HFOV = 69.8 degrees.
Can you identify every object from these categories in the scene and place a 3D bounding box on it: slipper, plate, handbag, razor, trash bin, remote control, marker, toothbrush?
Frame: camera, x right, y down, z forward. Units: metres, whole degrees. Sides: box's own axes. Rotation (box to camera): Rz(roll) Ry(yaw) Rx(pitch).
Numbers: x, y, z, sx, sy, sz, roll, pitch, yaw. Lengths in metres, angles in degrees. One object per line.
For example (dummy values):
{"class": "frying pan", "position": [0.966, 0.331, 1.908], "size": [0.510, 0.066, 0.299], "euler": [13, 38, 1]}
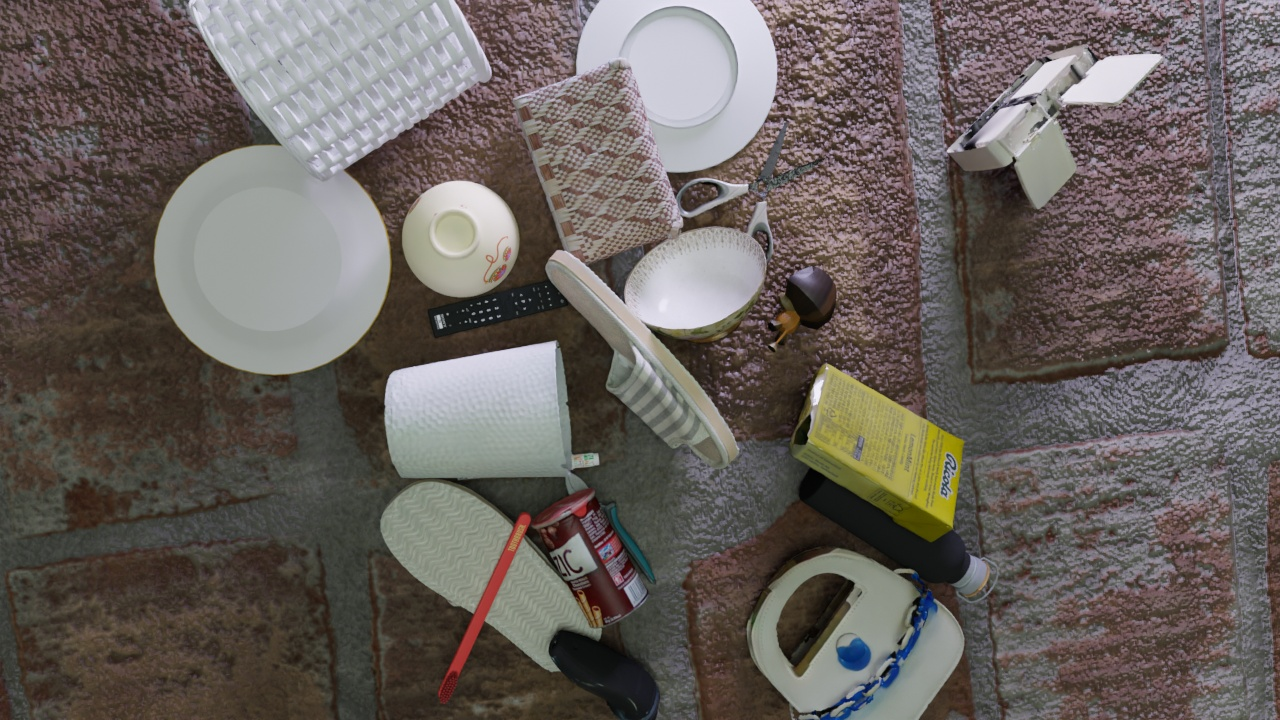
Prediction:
{"class": "slipper", "position": [-0.150, 0.218, 0.935], "size": [0.115, 0.052, 0.263], "euler": [-45, 107, 2]}
{"class": "plate", "position": [0.039, -0.299, 0.940], "size": [0.208, 0.015, 0.208], "euler": [0, 93, -5]}
{"class": "handbag", "position": [0.216, 0.293, 0.958], "size": [0.199, 0.093, 0.200], "euler": [33, 91, 0]}
{"class": "razor", "position": [-0.039, 0.325, 0.941], "size": [0.140, 0.052, 0.064], "euler": [39, 127, -17]}
{"class": "trash bin", "position": [-0.154, 0.054, 0.890], "size": [0.161, 0.133, 0.133], "euler": [-5, 94, 0]}
{"class": "plate", "position": [-0.365, -0.099, 0.909], "size": [0.229, 0.021, 0.230], "euler": [0, 93, -5]}
{"class": "slipper", "position": [-0.005, 0.005, 0.909], "size": [0.054, 0.115, 0.272], "euler": [-41, 97, -20]}
{"class": "remote control", "position": [-0.146, -0.054, 0.939], "size": [0.140, 0.009, 0.030], "euler": [-14, 95, -5]}
{"class": "marker", "position": [-0.116, 0.109, 0.948], "size": [0.145, 0.017, 0.017], "euler": [-5, 94, -5]}
{"class": "handbag", "position": [-0.041, -0.195, 0.922], "size": [0.124, 0.047, 0.186], "euler": [-18, 97, 5]}
{"class": "toothbrush", "position": [-0.154, 0.246, 0.903], "size": [0.012, 0.018, 0.212], "euler": [23, 98, -16]}

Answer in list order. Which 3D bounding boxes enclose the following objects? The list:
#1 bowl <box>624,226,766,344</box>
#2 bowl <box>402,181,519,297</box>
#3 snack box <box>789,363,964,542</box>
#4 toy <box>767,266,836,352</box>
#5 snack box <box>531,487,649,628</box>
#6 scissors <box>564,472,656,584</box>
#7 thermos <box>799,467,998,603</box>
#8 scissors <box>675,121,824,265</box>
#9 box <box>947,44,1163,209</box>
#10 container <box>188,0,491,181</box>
{"class": "bowl", "position": [0.062, -0.063, 0.916], "size": [0.145, 0.145, 0.063], "euler": [-30, 134, -3]}
{"class": "bowl", "position": [-0.179, -0.122, 0.899], "size": [0.118, 0.074, 0.118], "euler": [0, 93, -6]}
{"class": "snack box", "position": [0.241, 0.091, 0.939], "size": [0.181, 0.045, 0.121], "euler": [30, 48, -5]}
{"class": "toy", "position": [0.161, -0.049, 0.944], "size": [0.100, 0.063, 0.076], "euler": [-48, 133, -16]}
{"class": "snack box", "position": [-0.050, 0.197, 0.916], "size": [0.072, 0.072, 0.121], "euler": [-28, 95, -4]}
{"class": "scissors", "position": [-0.029, 0.177, 0.960], "size": [0.139, 0.019, 0.136], "euler": [6, 91, -4]}
{"class": "thermos", "position": [0.279, 0.182, 0.967], "size": [0.231, 0.061, 0.061], "euler": [33, 90, -6]}
{"class": "scissors", "position": [0.114, -0.166, 0.955], "size": [0.171, 0.012, 0.157], "euler": [-5, 96, -4]}
{"class": "box", "position": [0.418, -0.225, 0.900], "size": [0.099, 0.184, 0.143], "euler": [44, 92, -12]}
{"class": "container", "position": [-0.263, -0.289, 0.825], "size": [0.187, 0.189, 0.189], "euler": [-34, 96, -2]}
